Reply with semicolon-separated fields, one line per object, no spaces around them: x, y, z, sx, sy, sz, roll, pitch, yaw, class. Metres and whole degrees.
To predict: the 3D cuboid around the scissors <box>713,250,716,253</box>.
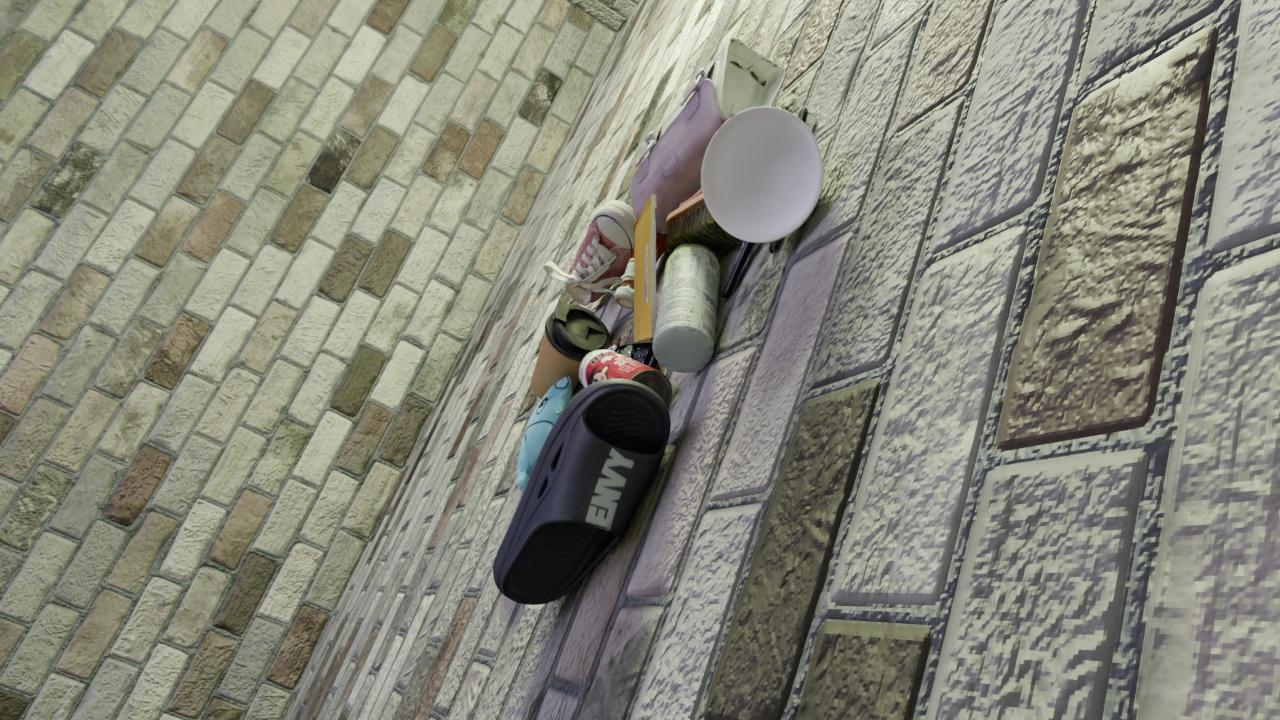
0.102;-0.193;1.063;0.189;0.015;0.224;-55;18;25;scissors

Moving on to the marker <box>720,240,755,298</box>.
0.106;-0.118;0.896;0.018;0.015;0.124;-108;40;-75;marker

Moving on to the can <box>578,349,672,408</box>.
-0.019;0.023;0.957;0.053;0.053;0.133;-62;27;-2;can

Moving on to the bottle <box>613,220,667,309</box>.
0.016;-0.162;1.206;0.060;0.059;0.205;-28;37;64;bottle

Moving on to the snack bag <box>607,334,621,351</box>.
-0.047;0.017;1.157;0.045;0.026;0.105;-45;20;55;snack bag

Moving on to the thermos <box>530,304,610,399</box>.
-0.104;-0.006;1.274;0.092;0.093;0.144;-77;14;-44;thermos

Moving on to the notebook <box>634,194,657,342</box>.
0.004;-0.093;1.018;0.206;0.010;0.146;171;99;-85;notebook

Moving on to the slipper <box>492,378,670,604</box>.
-0.049;0.140;0.835;0.269;0.110;0.083;-61;31;23;slipper

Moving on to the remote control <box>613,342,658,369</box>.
-0.006;0.006;1.042;0.137;0.024;0.053;-1;66;68;remote control

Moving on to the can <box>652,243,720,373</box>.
0.048;-0.055;0.913;0.058;0.058;0.146;-50;19;37;can

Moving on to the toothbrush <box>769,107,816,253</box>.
0.147;-0.176;0.890;0.016;0.018;0.180;-38;30;58;toothbrush

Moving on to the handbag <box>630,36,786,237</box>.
0.070;-0.256;1.076;0.198;0.098;0.144;-43;30;51;handbag

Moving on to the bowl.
0.122;-0.166;0.832;0.064;0.118;0.118;-13;-35;-55;bowl

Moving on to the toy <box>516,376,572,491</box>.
-0.131;0.100;1.244;0.156;0.050;0.161;-22;48;69;toy

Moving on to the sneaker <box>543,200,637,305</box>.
-0.066;-0.140;1.344;0.087;0.118;0.242;-50;1;-32;sneaker

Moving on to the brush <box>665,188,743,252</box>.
0.074;-0.153;0.965;0.146;0.063;0.073;-16;58;63;brush
